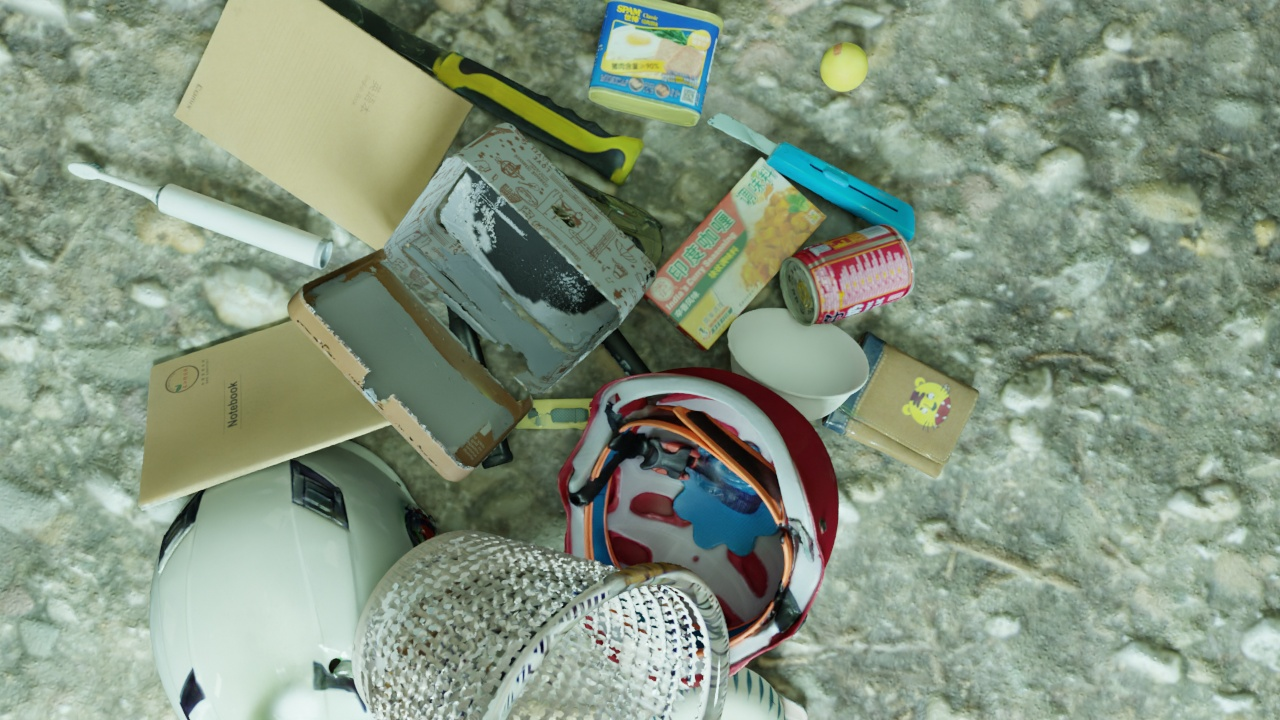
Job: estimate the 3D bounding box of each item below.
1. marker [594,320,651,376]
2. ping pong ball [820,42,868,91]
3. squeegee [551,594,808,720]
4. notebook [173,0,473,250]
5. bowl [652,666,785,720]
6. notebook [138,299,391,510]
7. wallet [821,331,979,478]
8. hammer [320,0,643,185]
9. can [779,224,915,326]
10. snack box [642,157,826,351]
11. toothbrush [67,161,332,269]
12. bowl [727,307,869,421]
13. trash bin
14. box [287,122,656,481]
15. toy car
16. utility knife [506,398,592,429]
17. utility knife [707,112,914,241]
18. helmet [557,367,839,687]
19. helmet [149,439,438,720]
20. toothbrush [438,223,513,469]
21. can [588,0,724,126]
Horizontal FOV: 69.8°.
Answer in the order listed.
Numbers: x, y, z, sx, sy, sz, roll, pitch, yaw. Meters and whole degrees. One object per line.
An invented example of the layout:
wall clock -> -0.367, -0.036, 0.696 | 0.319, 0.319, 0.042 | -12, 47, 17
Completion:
marker -> -0.005, 0.005, 0.779 | 0.022, 0.020, 0.132 | -37, 86, -27
ping pong ball -> 0.175, -0.252, 0.788 | 0.040, 0.040, 0.040 | 0, 89, -3
squeegee -> 0.083, 0.156, 0.780 | 0.247, 0.040, 0.249 | 26, 87, -2
notebook -> -0.262, -0.205, 0.752 | 0.211, 0.012, 0.150 | 34, 108, -3
bowl -> 0.064, 0.315, 0.752 | 0.116, 0.066, 0.116 | 1, 101, 3
notebook -> -0.291, 0.025, 0.728 | 0.207, 0.008, 0.147 | -19, 49, -3
wallet -> 0.224, 0.040, 0.793 | 0.115, 0.033, 0.090 | 27, 87, -6
hammer -> -0.150, -0.238, 0.774 | 0.323, 0.032, 0.126 | 29, 88, -3
can -> 0.171, -0.070, 0.766 | 0.093, 0.066, 0.066 | -19, 90, -14
snack box -> 0.079, -0.090, 0.787 | 0.077, 0.027, 0.155 | 42, 87, -1
toothbrush -> -0.366, -0.125, 0.763 | 0.221, 0.026, 0.027 | 19, 110, -3
bowl -> 0.123, 0.016, 0.763 | 0.118, 0.118, 0.065 | 10, 127, -3
trash bin -> -0.082, 0.214, 0.618 | 0.226, 0.192, 0.228 | -17, 114, -44
box -> -0.125, -0.043, 0.679 | 0.183, 0.192, 0.157 | 44, 127, -6
toy car -> -0.056, -0.117, 0.775 | 0.158, 0.042, 0.070 | 25, 87, 0
utility knife -> -0.064, 0.048, 0.787 | 0.206, 0.021, 0.031 | 0, 84, 1
utility knife -> 0.147, -0.159, 0.780 | 0.204, 0.018, 0.034 | 25, 68, -11
helmet -> 0.052, 0.115, 0.700 | 0.207, 0.143, 0.240 | 30, 117, 21
helmet -> -0.269, 0.194, 0.700 | 0.230, 0.157, 0.274 | -12, 90, -4
toothbrush -> -0.146, -0.015, 0.771 | 0.027, 0.026, 0.212 | -15, 84, -10
can -> 0.011, -0.251, 0.771 | 0.102, 0.057, 0.083 | 13, 91, -3
